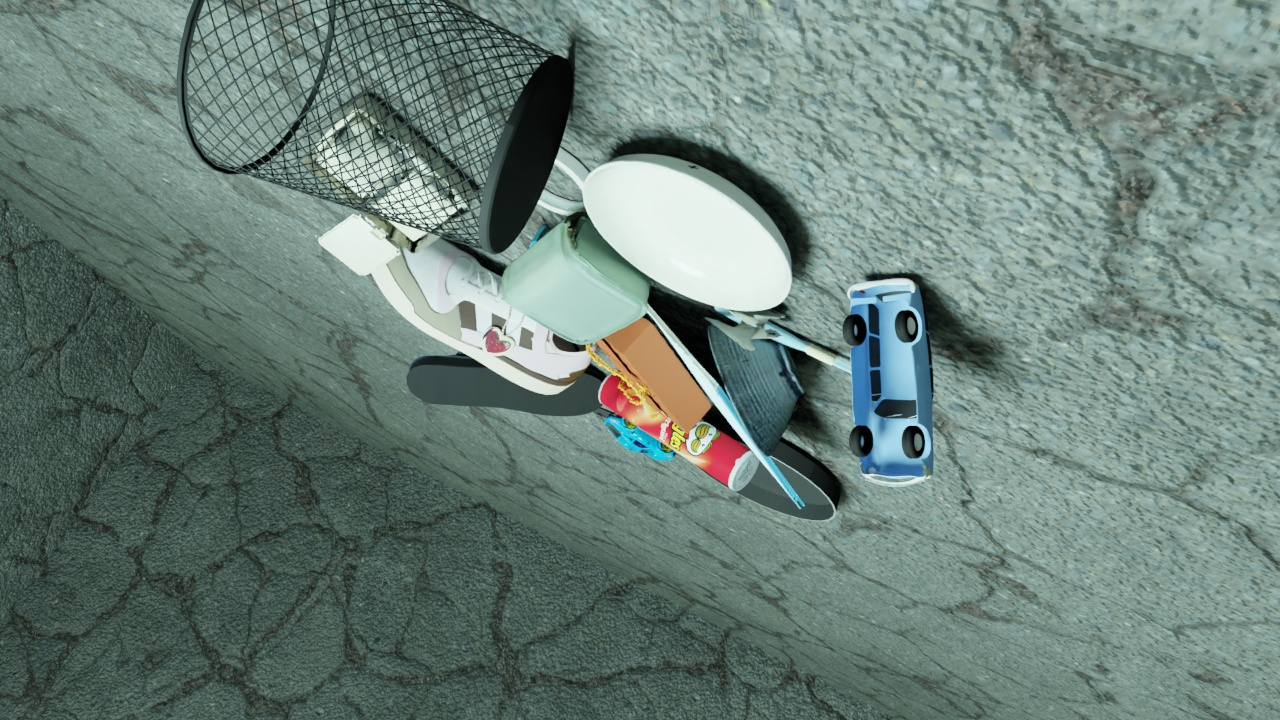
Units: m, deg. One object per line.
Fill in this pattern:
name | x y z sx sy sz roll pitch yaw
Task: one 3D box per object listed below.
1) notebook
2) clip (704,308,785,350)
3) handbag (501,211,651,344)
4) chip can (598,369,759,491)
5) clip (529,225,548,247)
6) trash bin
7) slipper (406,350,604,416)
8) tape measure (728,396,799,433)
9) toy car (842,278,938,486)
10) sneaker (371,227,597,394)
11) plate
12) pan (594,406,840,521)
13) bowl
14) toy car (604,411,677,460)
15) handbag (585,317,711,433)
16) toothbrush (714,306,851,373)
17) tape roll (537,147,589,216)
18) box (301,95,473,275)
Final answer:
notebook | 0.080 0.039 0.948 0.181 0.009 0.253 52 -179 43
clip | 0.095 -0.025 0.809 0.059 0.052 0.102 18 -167 -21
handbag | -0.055 -0.078 0.845 0.106 0.067 0.122 28 148 -27
chip can | 0.042 0.081 1.110 0.215 0.051 0.052 31 164 31
clip | -0.068 -0.088 0.947 0.120 0.030 0.130 19 158 15
trash bin | -0.172 -0.180 0.647 0.210 0.183 0.184 23 161 3
slipper | -0.174 0.010 1.236 0.265 0.083 0.109 4 139 -4
tape measure | 0.130 0.044 0.968 0.072 0.042 0.071 30 164 7
toy car | 0.189 0.016 0.686 0.056 0.153 0.054 -3 -179 43
sneaker | -0.170 -0.068 1.051 0.294 0.111 0.117 39 137 -20
plate | 0.042 -0.106 0.727 0.182 0.034 0.182 26 161 10
pan | 0.095 0.118 1.212 0.357 0.034 0.225 22 159 22
bowl | 0.118 0.017 0.862 0.057 0.137 0.137 -24 138 14
toy car | -0.001 0.105 1.216 0.105 0.032 0.048 31 158 -6
handbag | -0.006 0.006 1.027 0.109 0.060 0.172 35 169 41
toothbrush | 0.137 -0.019 0.836 0.155 0.022 0.016 26 177 13
tape roll | -0.079 -0.159 0.797 0.093 0.013 0.093 26 160 10
box | -0.273 -0.161 0.910 0.185 0.044 0.143 -30 124 26
